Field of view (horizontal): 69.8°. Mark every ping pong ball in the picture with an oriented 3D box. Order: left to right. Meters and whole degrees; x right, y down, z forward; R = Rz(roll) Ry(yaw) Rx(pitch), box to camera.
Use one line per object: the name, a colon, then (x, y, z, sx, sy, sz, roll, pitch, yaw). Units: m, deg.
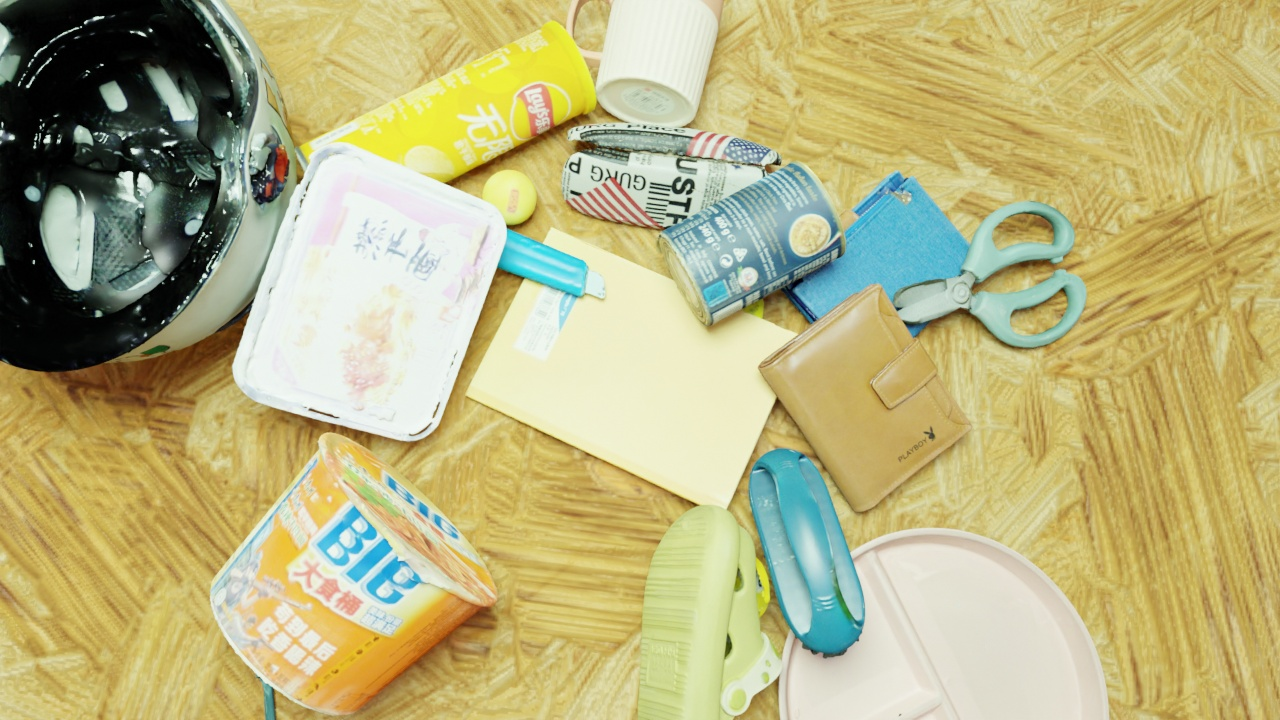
ping pong ball: (-0.097, -0.121, 0.681, 0.040, 0.040, 0.040, 1, 77, -4)

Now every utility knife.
utility knife: (-0.098, -0.080, 0.676, 0.159, 0.018, 0.034, 22, 74, 7)

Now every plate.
plate: (0.206, 0.232, 0.632, 0.229, 0.028, 0.229, 1, 76, -4)

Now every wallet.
wallet: (0.161, 0.026, 0.654, 0.107, 0.031, 0.132, -35, 100, -5)
wallet: (0.181, -0.065, 0.692, 0.133, 0.040, 0.106, -43, 92, -12)

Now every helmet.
helmet: (-0.324, -0.119, 0.603, 0.230, 0.157, 0.274, -14, 81, 8)

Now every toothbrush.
toothbrush: (-0.238, 0.274, 0.594, 0.016, 0.018, 0.191, -7, 78, -6)

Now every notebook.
notebook: (-0.004, 0.004, 0.666, 0.206, 0.010, 0.145, 24, 77, 7)

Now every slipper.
slipper: (0.047, 0.194, 0.609, 0.081, 0.092, 0.190, 15, 76, -27)

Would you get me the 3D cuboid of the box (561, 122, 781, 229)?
box: (0.025, -0.151, 0.692, 0.163, 0.076, 0.087, 7, 56, 0)

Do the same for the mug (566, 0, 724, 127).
mug: (0.000, -0.244, 0.696, 0.114, 0.082, 0.105, 12, 78, 2)

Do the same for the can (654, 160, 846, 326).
can: (0.075, -0.080, 0.639, 0.111, 0.075, 0.075, -28, 81, -4)

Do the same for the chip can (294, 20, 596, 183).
chip can: (-0.140, -0.171, 0.673, 0.213, 0.072, 0.072, -29, 81, -11)

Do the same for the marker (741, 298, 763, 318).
marker: (0.077, 0.009, 0.678, 0.018, 0.015, 0.124, 8, 76, 1)

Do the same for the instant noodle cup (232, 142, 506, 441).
instant noodle cup: (-0.183, -0.044, 0.619, 0.138, 0.060, 0.173, 20, 91, -27)

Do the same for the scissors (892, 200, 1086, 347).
scissors: (0.267, -0.038, 0.688, 0.185, 0.019, 0.130, -34, 100, -14)

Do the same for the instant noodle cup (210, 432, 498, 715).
instant noodle cup: (-0.179, 0.136, 0.569, 0.151, 0.151, 0.111, 44, 86, 6)

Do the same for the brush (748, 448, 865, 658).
brush: (0.109, 0.121, 0.609, 0.055, 0.073, 0.143, -14, 59, 2)
